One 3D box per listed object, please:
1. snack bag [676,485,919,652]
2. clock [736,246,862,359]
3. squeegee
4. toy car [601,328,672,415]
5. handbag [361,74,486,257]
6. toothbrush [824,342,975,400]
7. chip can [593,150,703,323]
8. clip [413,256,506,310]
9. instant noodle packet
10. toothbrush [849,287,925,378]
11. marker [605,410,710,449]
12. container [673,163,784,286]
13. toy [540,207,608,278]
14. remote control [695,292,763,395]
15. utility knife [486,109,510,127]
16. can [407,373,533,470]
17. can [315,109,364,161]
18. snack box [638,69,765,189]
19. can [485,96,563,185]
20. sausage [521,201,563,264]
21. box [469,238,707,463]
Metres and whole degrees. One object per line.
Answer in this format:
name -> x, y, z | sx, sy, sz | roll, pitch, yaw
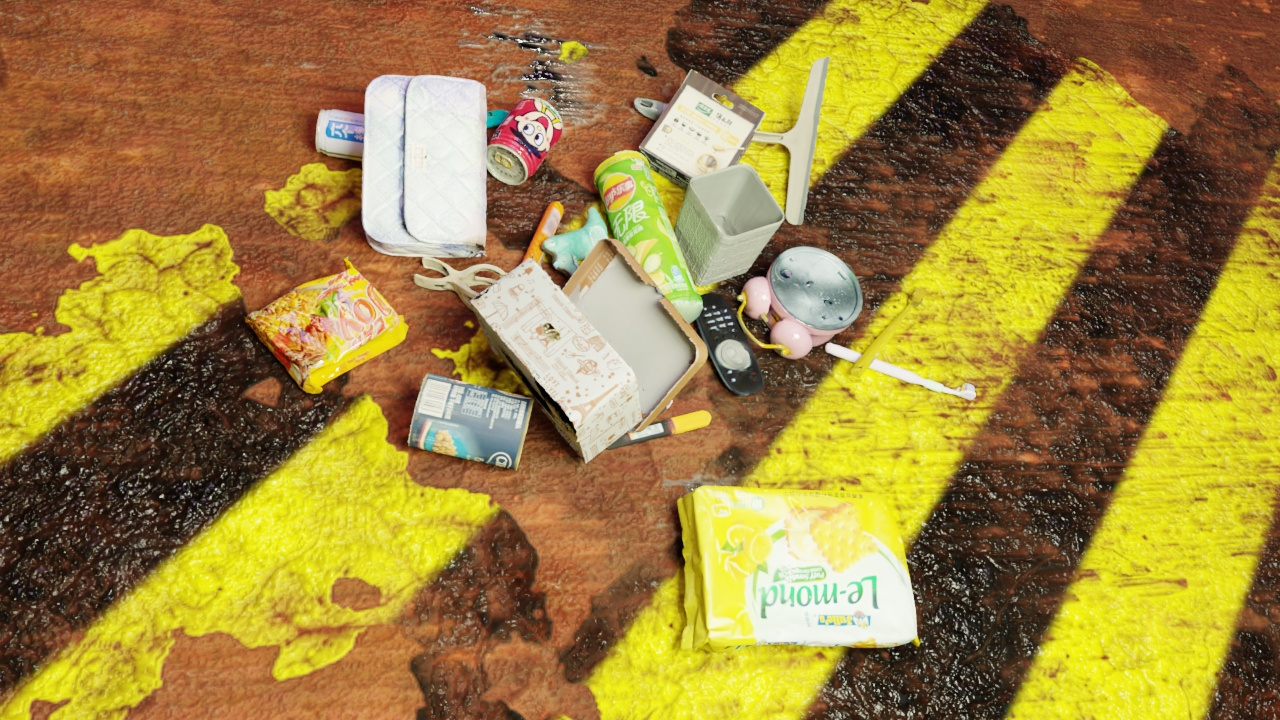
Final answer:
snack bag -> 0.153, 0.210, 0.916 | 0.246, 0.068, 0.157 | 4, 60, -13
clock -> 0.184, -0.065, 1.087 | 0.158, 0.060, 0.117 | -28, 72, -29
squeegee -> 0.111, -0.311, 1.221 | 0.246, 0.039, 0.246 | 11, 77, -1
toy car -> -0.006, 0.006, 1.009 | 0.056, 0.037, 0.122 | -15, 78, -16
handbag -> -0.236, -0.211, 1.008 | 0.134, 0.076, 0.194 | 0, 86, -15
toothbrush -> 0.311, 0.012, 1.101 | 0.189, 0.029, 0.021 | 18, 95, -4
chip can -> 0.008, -0.138, 1.073 | 0.072, 0.073, 0.221 | -10, 64, -20
clip -> -0.190, -0.095, 1.019 | 0.104, 0.035, 0.083 | 30, 61, 12
instant noodle packet -> -0.318, -0.038, 0.944 | 0.128, 0.044, 0.111 | -37, 80, -30
toothbrush -> 0.304, -0.037, 1.115 | 0.016, 0.017, 0.189 | 36, 51, 14
marker -> 0.018, 0.076, 0.988 | 0.123, 0.015, 0.018 | -13, 64, -19
container -> 0.096, -0.154, 1.081 | 0.090, 0.115, 0.090 | -19, 68, -25
toy -> -0.071, -0.126, 1.067 | 0.091, 0.030, 0.096 | -20, 86, -33
remote control -> 0.099, -0.017, 1.056 | 0.053, 0.024, 0.136 | -11, 65, -24
utility knife -> -0.208, -0.298, 1.140 | 0.207, 0.013, 0.029 | -16, 67, -23
can -> -0.168, 0.060, 0.909 | 0.111, 0.075, 0.075 | 14, 58, -7
can -> -0.303, -0.255, 1.065 | 0.134, 0.053, 0.053 | 7, 59, -11
snack box -> 0.077, -0.283, 1.165 | 0.113, 0.053, 0.125 | 32, 77, 4
can -> -0.142, -0.264, 1.107 | 0.066, 0.067, 0.093 | 28, 58, 1
sausage -> -0.120, -0.126, 1.060 | 0.021, 0.022, 0.164 | 21, 58, -3
box -> -0.040, -0.021, 0.938 | 0.178, 0.153, 0.182 | -38, 70, -11
